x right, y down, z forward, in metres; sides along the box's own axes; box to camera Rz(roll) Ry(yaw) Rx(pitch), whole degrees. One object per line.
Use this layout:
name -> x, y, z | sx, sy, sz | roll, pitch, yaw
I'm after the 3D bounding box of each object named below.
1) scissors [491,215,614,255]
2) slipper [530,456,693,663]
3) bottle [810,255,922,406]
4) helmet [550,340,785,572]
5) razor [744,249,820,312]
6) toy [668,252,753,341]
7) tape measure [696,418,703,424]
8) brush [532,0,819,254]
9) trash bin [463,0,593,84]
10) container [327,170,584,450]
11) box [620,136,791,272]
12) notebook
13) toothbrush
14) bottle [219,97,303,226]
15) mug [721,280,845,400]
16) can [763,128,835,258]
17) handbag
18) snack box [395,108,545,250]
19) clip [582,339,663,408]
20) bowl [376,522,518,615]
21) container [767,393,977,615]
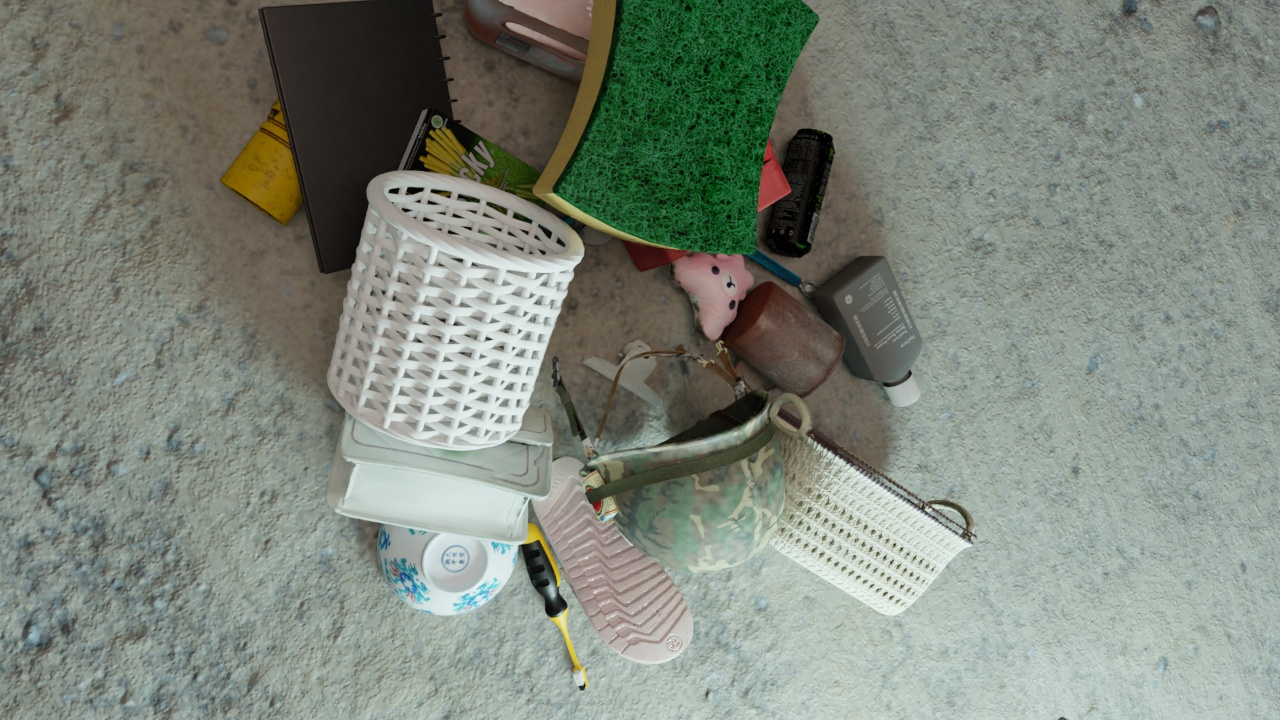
scissors -> -0.092, -0.120, 0.942 | 0.130, 0.019, 0.150 | 43, 74, -36
slipper -> -0.037, 0.212, 0.967 | 0.094, 0.064, 0.239 | -32, 83, -11
bottle -> 0.272, -0.025, 1.051 | 0.083, 0.046, 0.174 | -37, 110, -17
helmet -> 0.034, 0.086, 0.892 | 0.192, 0.225, 0.236 | -20, 100, -29
razor -> 0.160, -0.100, 1.032 | 0.144, 0.022, 0.042 | 27, 83, -23
toy -> 0.084, -0.082, 0.999 | 0.095, 0.053, 0.099 | -31, 100, -26
tape measure -> 0.076, 0.107, 1.011 | 0.065, 0.036, 0.058 | 36, 72, -11
brush -> 0.032, -0.227, 0.813 | 0.195, 0.075, 0.250 | 13, 94, -24
trash bin -> -0.053, -0.420, 0.891 | 0.181, 0.157, 0.259 | 19, 87, -17
container -> -0.168, -0.047, 0.823 | 0.189, 0.189, 0.187 | 14, 113, -17
box -> 0.058, -0.164, 0.947 | 0.157, 0.136, 0.117 | -29, 113, -15
notebook -> -0.244, -0.213, 0.861 | 0.168, 0.019, 0.232 | -21, 112, -35
toothbrush -> -0.089, 0.261, 0.971 | 0.031, 0.030, 0.197 | -15, 102, 15
bottle -> -0.316, -0.214, 0.863 | 0.071, 0.071, 0.163 | 35, 82, -15
mug -> 0.145, -0.011, 1.007 | 0.110, 0.096, 0.123 | 38, 107, -9
can -> 0.178, -0.185, 1.021 | 0.054, 0.054, 0.137 | 15, 87, -17
handbag -> -0.187, 0.083, 0.881 | 0.198, 0.141, 0.096 | 13, 130, -17
snack box -> -0.162, -0.175, 0.905 | 0.147, 0.025, 0.080 | 25, 84, -39
clip -> -0.006, 0.006, 0.985 | 0.101, 0.040, 0.054 | 31, 95, -16
bowl -> -0.187, 0.191, 0.913 | 0.143, 0.074, 0.144 | -1, 92, -17
container -> 0.220, 0.158, 0.986 | 0.251, 0.185, 0.143 | 33, 94, -17
